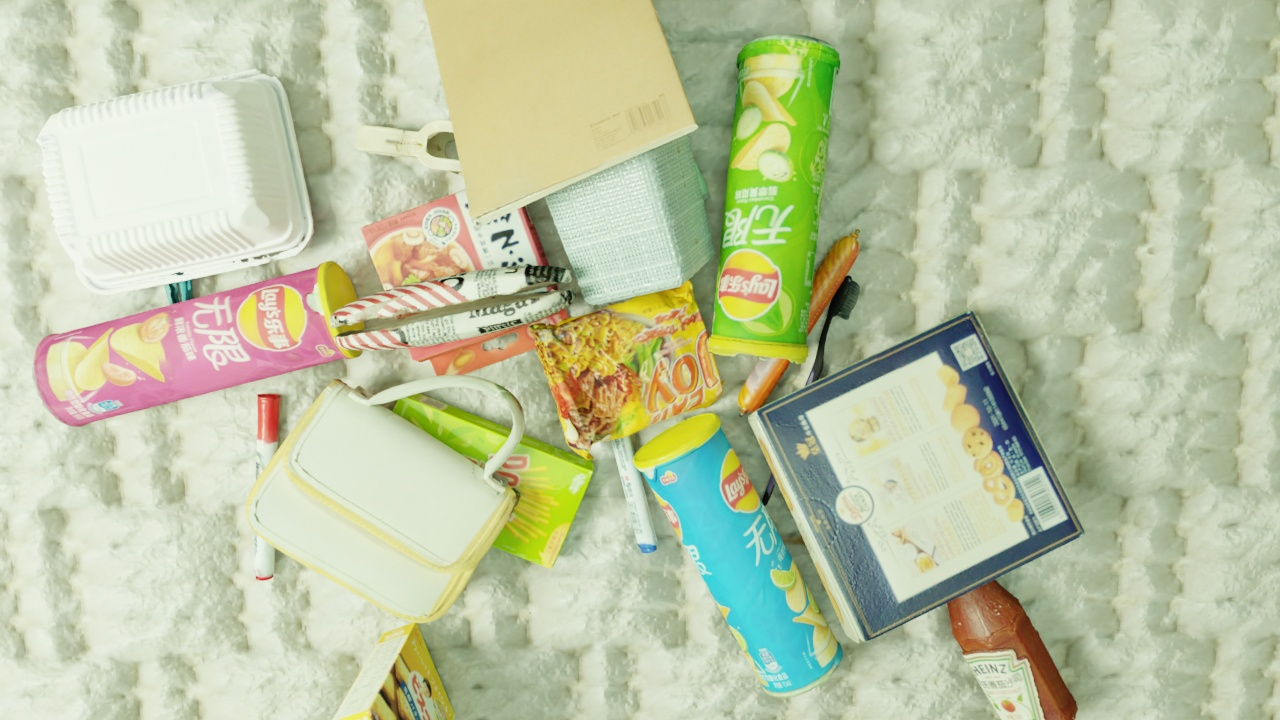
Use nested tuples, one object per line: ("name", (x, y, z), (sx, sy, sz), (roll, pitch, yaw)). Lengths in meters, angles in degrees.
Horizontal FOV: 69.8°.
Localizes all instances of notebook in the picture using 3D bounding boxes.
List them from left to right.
("notebook", (-0.061, -0.202, 0.593), (0.150, 0.012, 0.211), (-21, 66, 11))

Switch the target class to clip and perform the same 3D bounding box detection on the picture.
("clip", (-0.341, -0.064, 0.675), (0.049, 0.015, 0.057), (-4, 100, -3))
("clip", (-0.148, -0.151, 0.641), (0.102, 0.094, 0.035), (7, 99, -14))

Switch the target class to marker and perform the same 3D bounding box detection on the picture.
("marker", (-0.285, 0.097, 0.699), (0.017, 0.017, 0.145), (5, 99, -2))
("marker", (-0.010, 0.079, 0.704), (0.017, 0.017, 0.146), (-14, 99, 0))

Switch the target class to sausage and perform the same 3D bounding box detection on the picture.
("sausage", (0.119, -0.027, 0.688), (0.021, 0.021, 0.165), (31, 97, -6))

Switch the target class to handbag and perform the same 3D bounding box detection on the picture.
("handbag", (-0.168, 0.080, 0.654), (0.163, 0.063, 0.179), (34, 94, -8))

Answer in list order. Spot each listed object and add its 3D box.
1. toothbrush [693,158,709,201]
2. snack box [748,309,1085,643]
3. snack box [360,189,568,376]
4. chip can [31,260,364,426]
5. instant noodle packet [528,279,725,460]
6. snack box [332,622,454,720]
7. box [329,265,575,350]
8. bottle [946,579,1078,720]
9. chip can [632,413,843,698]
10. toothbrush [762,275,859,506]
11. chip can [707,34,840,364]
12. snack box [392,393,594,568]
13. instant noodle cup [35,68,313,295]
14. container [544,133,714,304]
("toothbrush", (-0.006, -0.212, 0.654), (0.026, 0.027, 0.224), (-31, 101, -32))
("snack box", (0.197, 0.082, 0.667), (0.182, 0.046, 0.178), (-24, 85, -4))
("snack box", (-0.123, -0.056, 0.666), (0.113, 0.044, 0.127), (-20, 99, 2))
("chip can", (-0.310, -0.010, 0.655), (0.210, 0.071, 0.071), (-15, 99, 1))
("instant noodle packet", (-0.004, 0.004, 0.668), (0.128, 0.044, 0.111), (-21, 106, -15))
("snack box", (-0.175, 0.260, 0.665), (0.034, 0.140, 0.087), (-20, 98, 0))
("box", (-0.126, -0.041, 0.613), (0.164, 0.071, 0.060), (-10, 116, -2))
("bottle", (0.264, 0.195, 0.709), (0.060, 0.059, 0.206), (-30, 92, 3))
("chip can", (0.075, 0.146, 0.689), (0.071, 0.071, 0.210), (-28, 98, 3))
("toothbrush", (0.129, 0.026, 0.702), (0.016, 0.014, 0.189), (17, 98, -16))
("chip can", (0.093, -0.111, 0.642), (0.072, 0.072, 0.221), (6, 94, -3))
("snack box", (-0.122, 0.090, 0.698), (0.156, 0.026, 0.086), (23, 98, -5))
("instant noodle cup", (-0.329, -0.126, 0.634), (0.173, 0.060, 0.138), (-11, 91, 2))
("container", (-0.007, -0.105, 0.628), (0.090, 0.089, 0.111), (-10, 106, 26))
